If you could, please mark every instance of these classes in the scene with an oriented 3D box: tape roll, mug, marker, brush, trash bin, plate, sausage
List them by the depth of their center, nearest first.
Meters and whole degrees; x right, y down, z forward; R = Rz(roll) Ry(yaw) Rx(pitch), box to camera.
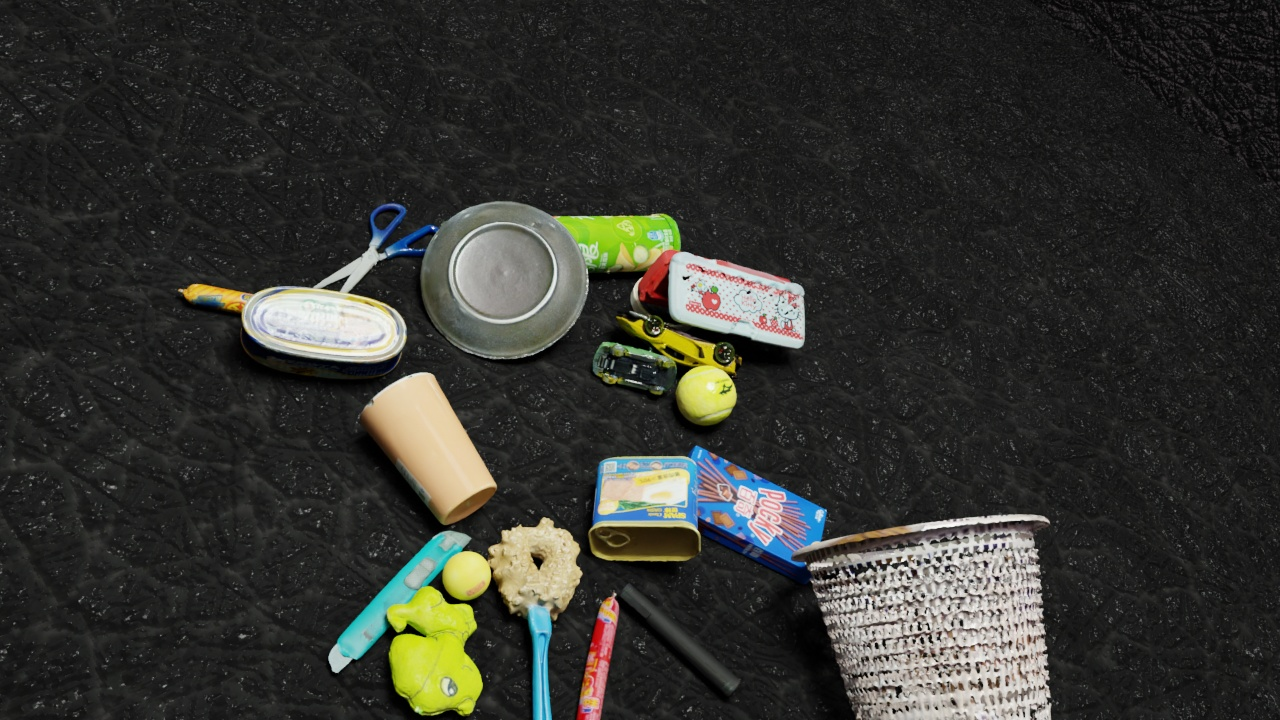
[{"bbox_3d":[-0.082,0.246,0.757,0.083,0.046,0.254,9,51,-24],"label":"brush"},{"bbox_3d":[-0.037,0.263,0.772,0.020,0.020,0.155,20,45,-9],"label":"sausage"},{"bbox_3d":[0.260,0.248,0.803,0.227,0.228,0.192,2,70,-25],"label":"trash bin"},{"bbox_3d":[0.033,0.248,0.818,0.132,0.022,0.020,40,82,11],"label":"marker"},{"bbox_3d":[-0.187,0.082,0.824,0.078,0.078,0.122,-24,69,-39],"label":"mug"},{"bbox_3d":[-0.359,-0.050,0.891,0.165,0.022,0.021,11,47,-17],"label":"sausage"},{"bbox_3d":[-0.145,-0.090,0.972,0.179,0.024,0.179,1,74,-5],"label":"plate"},{"bbox_3d":[0.030,-0.069,1.106,0.085,0.014,0.085,14,46,-15],"label":"tape roll"}]

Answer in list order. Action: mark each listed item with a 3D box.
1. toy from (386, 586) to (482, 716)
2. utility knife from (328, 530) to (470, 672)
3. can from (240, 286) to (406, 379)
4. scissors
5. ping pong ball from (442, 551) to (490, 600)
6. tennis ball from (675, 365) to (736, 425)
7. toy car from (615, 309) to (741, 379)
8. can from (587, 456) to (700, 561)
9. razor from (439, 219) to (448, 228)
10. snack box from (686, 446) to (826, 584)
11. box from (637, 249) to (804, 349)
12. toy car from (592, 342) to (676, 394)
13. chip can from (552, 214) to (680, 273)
[{"bbox_3d":[-0.165,0.232,0.727,0.096,0.031,0.099,29,41,-5],"label":"toy"},{"bbox_3d":[-0.198,0.193,0.759,0.029,0.013,0.164,35,45,6],"label":"utility knife"},{"bbox_3d":[-0.297,-0.026,0.865,0.148,0.049,0.074,8,68,-20],"label":"can"},{"bbox_3d":[-0.278,-0.112,0.995,0.141,0.012,0.170,9,49,-19],"label":"scissors"},{"bbox_3d":[-0.147,0.182,0.775,0.040,0.040,0.040,14,46,-15],"label":"ping pong ball"},{"bbox_3d":[0.071,0.038,0.994,0.065,0.066,0.065,14,46,-15],"label":"tennis ball"},{"bbox_3d":[0.041,-0.019,1.032,0.155,0.071,0.041,22,87,-14],"label":"toy car"},{"bbox_3d":[0.006,0.138,0.862,0.102,0.057,0.083,-1,45,5],"label":"can"},{"bbox_3d":[-0.170,-0.154,1.073,0.132,0.028,0.043,-23,89,-36],"label":"razor"},{"bbox_3d":[0.111,0.156,0.935,0.157,0.026,0.084,26,45,-2],"label":"snack box"},{"bbox_3d":[0.104,-0.061,1.060,0.201,0.096,0.098,10,46,-33],"label":"box"},{"bbox_3d":[-0.006,0.006,1.000,0.091,0.043,0.036,16,23,-2],"label":"toy car"},{"bbox_3d":[-0.056,-0.137,1.083,0.220,0.073,0.072,-6,54,-31],"label":"chip can"}]
